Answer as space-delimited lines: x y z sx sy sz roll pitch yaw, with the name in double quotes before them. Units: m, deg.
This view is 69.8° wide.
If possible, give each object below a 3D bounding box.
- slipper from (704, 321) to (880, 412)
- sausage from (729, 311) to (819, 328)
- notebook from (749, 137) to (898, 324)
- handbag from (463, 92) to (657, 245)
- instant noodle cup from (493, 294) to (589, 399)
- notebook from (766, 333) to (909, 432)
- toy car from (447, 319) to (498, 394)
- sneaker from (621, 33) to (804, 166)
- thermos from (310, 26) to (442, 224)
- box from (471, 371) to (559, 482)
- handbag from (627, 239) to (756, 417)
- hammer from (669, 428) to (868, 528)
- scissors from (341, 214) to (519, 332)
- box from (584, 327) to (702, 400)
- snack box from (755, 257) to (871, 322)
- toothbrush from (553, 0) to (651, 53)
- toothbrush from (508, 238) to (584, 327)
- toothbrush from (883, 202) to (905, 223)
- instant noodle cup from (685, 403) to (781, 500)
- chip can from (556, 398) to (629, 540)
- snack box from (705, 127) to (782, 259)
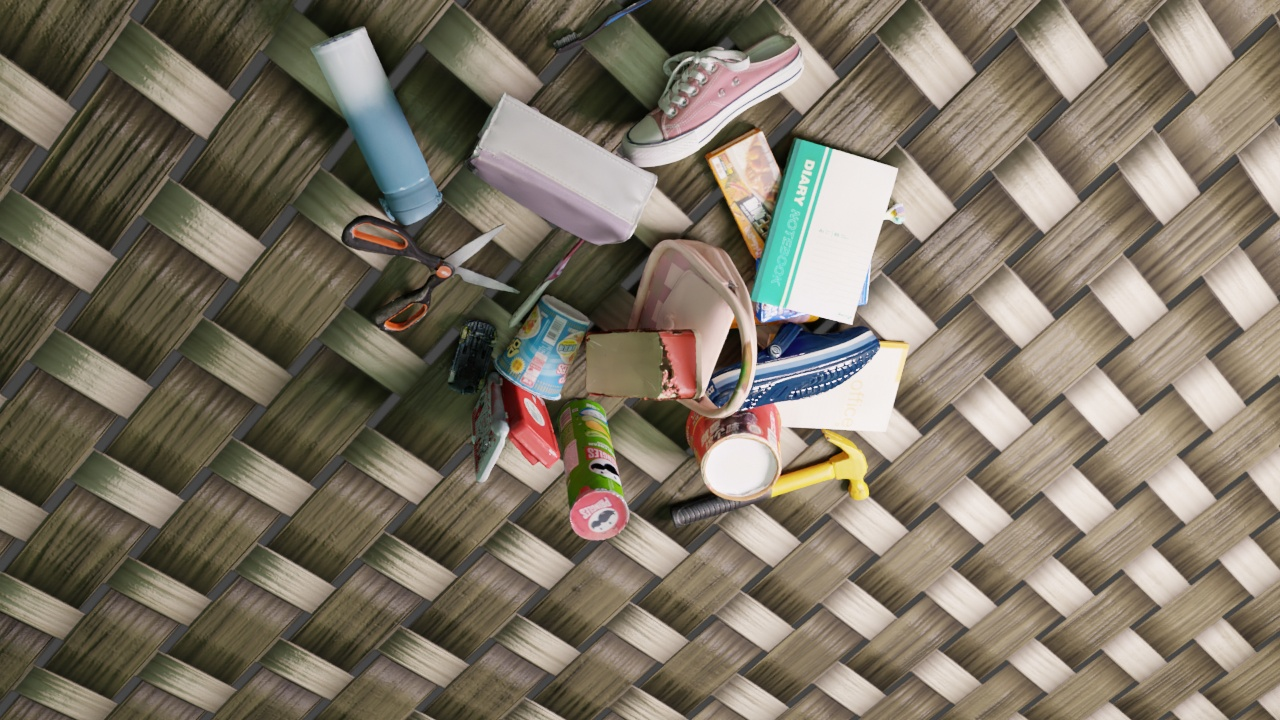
"slipper" 0.195 0.002 1.230 0.252 0.095 0.105 -16 160 -17
"sausage" 0.168 -0.057 1.243 0.165 0.021 0.021 -4 116 -6
"notebook" 0.233 -0.162 1.170 0.150 0.012 0.209 11 100 -17
"handbag" -0.096 -0.215 1.060 0.197 0.145 0.098 27 79 -17
"instant noodle cup" -0.121 -0.021 1.184 0.099 0.099 0.110 26 102 -19
"notebook" 0.269 0.034 1.309 0.206 0.010 0.146 4 115 -10
"toy car" -0.221 -0.005 1.206 0.049 0.031 0.106 15 111 -14
"sneaker" 0.075 -0.316 1.058 0.241 0.118 0.088 -32 134 1
"thermos" -0.299 -0.263 1.050 0.070 0.070 0.221 -19 117 1
"box" -0.175 0.088 1.162 0.100 0.201 0.095 -41 112 4
"handbag" 0.076 -0.025 1.126 0.093 0.234 0.194 3 119 -29
"hammer" 0.190 0.190 1.362 0.301 0.032 0.129 -18 117 0
"scissors" -0.261 -0.105 1.124 0.233 0.021 0.221 22 128 -31
"box" -0.007 0.006 1.120 0.077 0.169 0.091 -2 91 -36
"snack box" 0.228 -0.104 1.213 0.157 0.026 0.085 -10 120 -14
"toothbrush" -0.017 -0.403 1.053 0.189 0.014 0.016 -28 93 5
"toothbrush" -0.108 -0.110 1.182 0.017 0.016 0.188 34 107 -32
"toothbrush" 0.255 -0.166 1.204 0.189 0.020 0.029 -18 120 1
"instant noodle cup" 0.133 0.118 1.268 0.138 0.108 0.138 0 117 0
"chip can" -0.066 0.132 1.182 0.072 0.235 0.072 -4 116 -8
"snack box" 0.147 -0.210 1.164 0.075 0.026 0.154 -27 117 6
